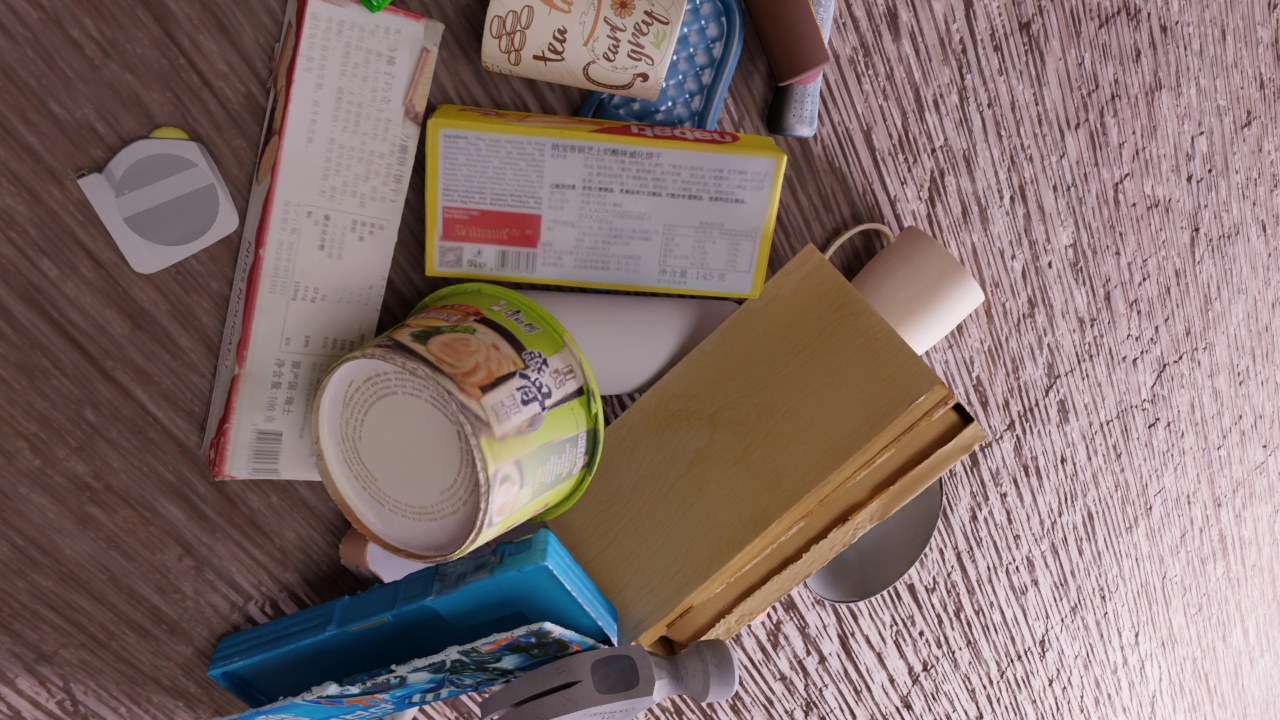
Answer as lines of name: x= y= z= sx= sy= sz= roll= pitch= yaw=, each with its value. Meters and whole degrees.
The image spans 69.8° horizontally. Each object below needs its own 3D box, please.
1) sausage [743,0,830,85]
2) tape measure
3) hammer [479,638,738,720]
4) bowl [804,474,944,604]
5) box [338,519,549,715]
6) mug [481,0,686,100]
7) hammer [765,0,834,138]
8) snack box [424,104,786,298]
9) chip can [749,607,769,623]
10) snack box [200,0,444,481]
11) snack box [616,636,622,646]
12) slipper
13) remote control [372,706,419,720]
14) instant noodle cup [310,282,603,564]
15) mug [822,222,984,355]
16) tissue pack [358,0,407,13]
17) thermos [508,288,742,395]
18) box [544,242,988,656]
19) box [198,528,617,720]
sausage: x=0.076 y=-0.244 z=0.566 sx=0.040 sy=0.040 sz=0.155 roll=-30 pitch=107 yaw=-16
tape measure: x=-0.252 y=-0.085 z=0.482 sx=0.065 sy=0.017 sz=0.064 roll=-29 pitch=120 yaw=-16
hammer: x=-0.055 y=0.266 z=0.619 sx=0.139 sy=0.035 sz=0.313 roll=1 pitch=142 yaw=-22
bowl: x=0.181 y=0.127 z=0.775 sx=0.150 sy=0.057 sz=0.151 roll=-11 pitch=114 yaw=-26
box: x=-0.091 y=0.143 z=0.641 sx=0.157 sy=0.063 sz=0.216 roll=-44 pitch=123 yaw=-17
mug: x=-0.026 y=-0.203 z=0.518 sx=0.097 sy=0.121 sz=0.081 roll=16 pitch=144 yaw=-6
hammer: x=0.116 y=-0.310 z=0.587 sx=0.140 sy=0.036 sz=0.326 roll=-3 pitch=111 yaw=-29
snack box: x=-0.022 y=-0.091 z=0.535 sx=0.200 sy=0.042 sz=0.092 roll=4 pitch=117 yaw=-6
chip can: x=0.103 y=0.097 z=0.718 sx=0.062 sy=0.062 sz=0.210 roll=12 pitch=103 yaw=-32
snack box: x=-0.182 y=-0.064 z=0.514 sx=0.076 sy=0.044 sz=0.273 roll=6 pitch=106 yaw=-36
snack box: x=0.011 y=0.203 z=0.687 sx=0.025 sy=0.061 sz=0.149 roll=46 pitch=103 yaw=3
slipper: x=0.011 y=-0.141 z=0.580 sx=0.103 sy=0.059 sz=0.214 roll=20 pitch=97 yaw=-35
remote control: x=-0.185 y=0.250 z=0.630 sx=0.133 sy=0.050 sz=0.022 roll=-58 pitch=149 yaw=2
instant noodle cup: x=-0.103 y=0.037 z=0.500 sx=0.097 sy=0.146 sz=0.146 roll=-32 pitch=129 yaw=-57
mug: x=0.184 y=-0.050 z=0.703 sx=0.104 sy=0.085 sz=0.111 roll=-45 pitch=96 yaw=6
tissue pack: x=-0.131 y=-0.241 z=0.455 sx=0.099 sy=0.034 sz=0.113 roll=43 pitch=64 yaw=-24
thermos: x=-0.004 y=0.004 z=0.625 sx=0.229 sy=0.068 sz=0.101 roll=0 pitch=120 yaw=-30
box: x=0.073 y=0.070 z=0.591 sx=0.249 sy=0.140 sz=0.148 roll=-43 pitch=129 yaw=10
box: x=-0.140 y=0.182 z=0.548 sx=0.244 sy=0.066 sz=0.091 roll=-21 pitch=125 yaw=17
